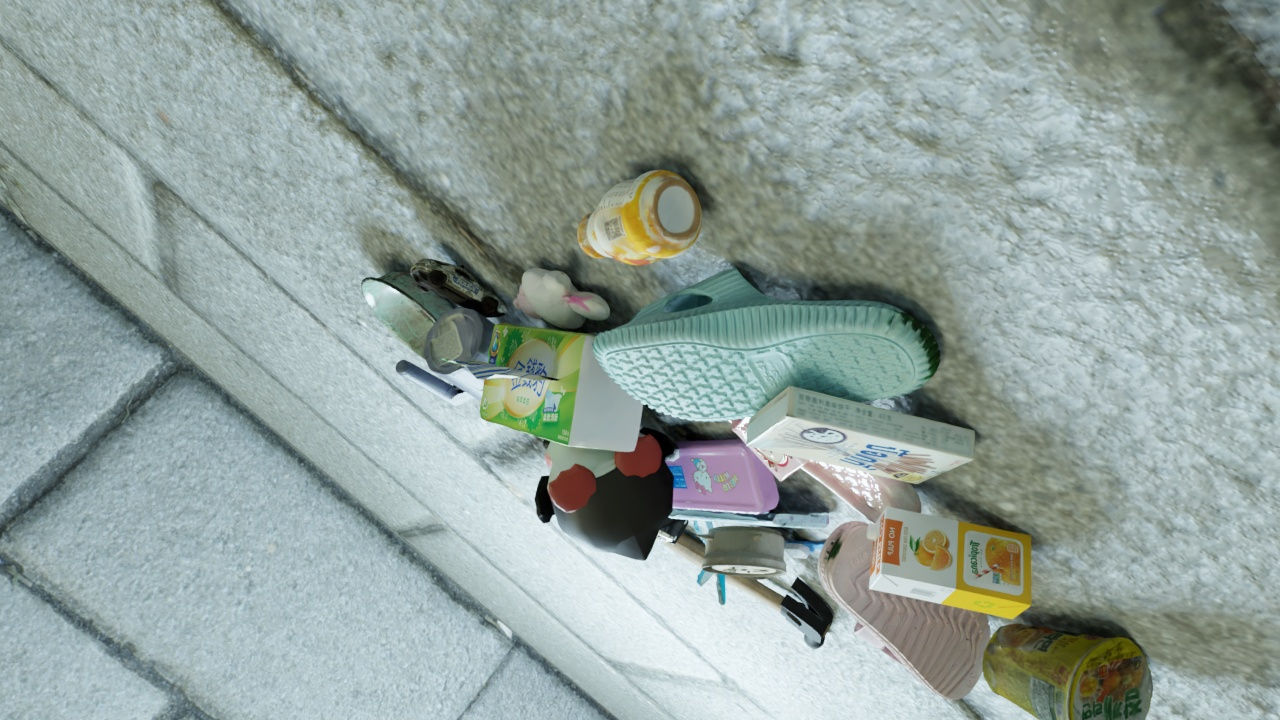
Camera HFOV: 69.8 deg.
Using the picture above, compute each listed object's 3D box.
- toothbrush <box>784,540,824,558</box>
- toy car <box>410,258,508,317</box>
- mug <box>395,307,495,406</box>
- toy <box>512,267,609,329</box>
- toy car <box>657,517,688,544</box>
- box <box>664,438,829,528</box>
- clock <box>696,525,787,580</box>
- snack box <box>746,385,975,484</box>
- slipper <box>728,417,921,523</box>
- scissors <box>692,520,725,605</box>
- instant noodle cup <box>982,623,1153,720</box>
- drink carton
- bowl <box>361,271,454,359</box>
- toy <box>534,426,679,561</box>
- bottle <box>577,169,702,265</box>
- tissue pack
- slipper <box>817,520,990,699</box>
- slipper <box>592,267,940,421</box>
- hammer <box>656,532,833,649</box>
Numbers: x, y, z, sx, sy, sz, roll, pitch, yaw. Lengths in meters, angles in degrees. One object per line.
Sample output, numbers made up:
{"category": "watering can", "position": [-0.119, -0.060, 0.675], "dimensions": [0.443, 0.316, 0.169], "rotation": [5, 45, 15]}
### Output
{"category": "toothbrush", "position": [0.207, 0.199, 0.954], "dimensions": [0.016, 0.014, 0.167], "rotation": [46, 153, -17]}
{"category": "toy car", "position": [-0.195, -0.079, 0.998], "dimensions": [0.112, 0.040, 0.049], "rotation": [30, 160, -26]}
{"category": "mug", "position": [-0.192, 0.005, 1.014], "dimensions": [0.124, 0.083, 0.104], "rotation": [-22, 149, 19]}
{"category": "toy", "position": [-0.082, -0.059, 0.877], "dimensions": [0.076, 0.037, 0.126], "rotation": [39, 159, -22]}
{"category": "toy car", "position": [0.013, 0.197, 1.173], "dimensions": [0.092, 0.040, 0.037], "rotation": [24, 149, 21]}
{"category": "box", "position": [0.087, 0.143, 0.972], "dimensions": [0.140, 0.062, 0.215], "rotation": [44, 154, -19]}
{"category": "clock", "position": [0.122, 0.213, 1.023], "dimensions": [0.093, 0.054, 0.140], "rotation": [-6, 159, 26]}
{"category": "snack box", "position": [0.164, 0.059, 0.690], "dimensions": [0.150, 0.026, 0.082], "rotation": [13, 156, -12]}
{"category": "slipper", "position": [0.142, 0.078, 0.791], "dimensions": [0.221, 0.055, 0.107], "rotation": [36, 157, 1]}
{"category": "scissors", "position": [0.098, 0.239, 1.070], "dimensions": [0.113, 0.140, 0.013], "rotation": [35, 116, -25]}
{"category": "instant noodle cup", "position": [0.363, 0.275, 0.794], "dimensions": [0.102, 0.102, 0.108], "rotation": [48, 162, -19]}
{"category": "drink carton", "position": [0.246, 0.162, 0.741], "dimensions": [0.122, 0.058, 0.040], "rotation": [11, 150, 5]}
{"category": "bowl", "position": [-0.270, -0.055, 1.131], "dimensions": [0.157, 0.038, 0.158], "rotation": [30, 154, 17]}
{"category": "toy", "position": [-0.042, 0.122, 0.995], "dimensions": [0.140, 0.159, 0.184], "rotation": [68, 172, -24]}
{"category": "bottle", "position": [-0.005, -0.101, 0.677], "dimensions": [0.063, 0.063, 0.109], "rotation": [49, 153, -21]}
{"category": "tissue pack", "position": [-0.104, 0.018, 0.879], "dimensions": [0.141, 0.120, 0.198], "rotation": [9, 173, -35]}
{"category": "slipper", "position": [0.241, 0.226, 0.857], "dimensions": [0.239, 0.094, 0.064], "rotation": [42, 167, -24]}
{"category": "slipper", "position": [0.090, -0.011, 0.700], "dimensions": [0.277, 0.069, 0.116], "rotation": [-6, 131, 35]}
{"category": "hammer", "position": [0.103, 0.265, 1.182], "dimensions": [0.305, 0.040, 0.132], "rotation": [28, 156, 23]}
